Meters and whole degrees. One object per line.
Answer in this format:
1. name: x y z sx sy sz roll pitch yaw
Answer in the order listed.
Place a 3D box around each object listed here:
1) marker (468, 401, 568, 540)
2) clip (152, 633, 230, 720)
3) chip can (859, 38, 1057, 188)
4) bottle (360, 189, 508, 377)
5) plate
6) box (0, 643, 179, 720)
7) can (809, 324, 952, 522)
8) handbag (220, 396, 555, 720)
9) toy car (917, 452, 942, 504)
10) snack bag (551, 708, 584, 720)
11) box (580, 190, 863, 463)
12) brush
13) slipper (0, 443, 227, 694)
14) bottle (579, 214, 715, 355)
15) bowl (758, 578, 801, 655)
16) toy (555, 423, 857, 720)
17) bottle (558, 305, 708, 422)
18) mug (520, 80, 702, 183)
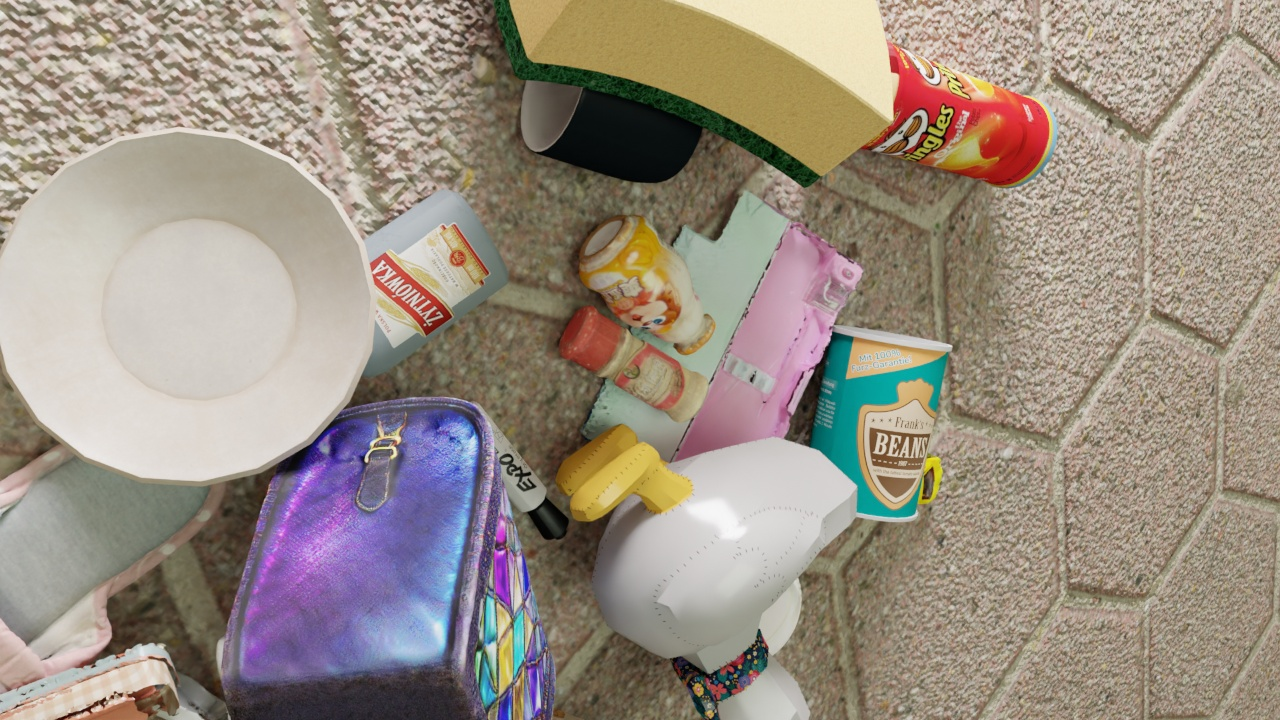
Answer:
1. marker: -0.089 0.081 0.641 0.025 0.025 0.126 -43 120 -17
2. clip: -0.223 0.230 0.541 0.081 0.125 0.147 -27 90 -17
3. chip can: 0.241 -0.198 0.748 0.213 0.087 0.087 4 98 -34
4. bottle: -0.162 -0.032 0.556 0.161 0.046 0.072 -39 118 -19
5. plate: -0.240 -0.028 0.495 0.188 0.027 0.188 0 89 -11
6. box: -0.326 0.198 0.451 0.186 0.053 0.058 -20 94 -24
7. can: 0.194 0.050 0.766 0.099 0.099 0.144 5 98 -33
8. handbag: -0.127 0.146 0.529 0.125 0.221 0.205 -7 124 2
9. toy car: 0.246 0.115 0.857 0.106 0.030 0.049 -9 104 -32
10. snack bag: -0.041 0.321 0.683 0.206 0.094 0.070 35 81 -33
11. box: 0.064 -0.009 0.713 0.159 0.035 0.230 29 85 -25
12. brush: 0.034 -0.233 0.558 0.249 0.075 0.194 12 60 -33
13. slipper: -0.340 0.131 0.477 0.274 0.054 0.114 -43 119 -15
14. bottle: 0.008 -0.050 0.646 0.108 0.063 0.063 44 77 -27
15. bowl: 0.082 0.197 0.752 0.115 0.062 0.115 -8 105 -31
16. toy: 0.054 0.162 0.646 0.246 0.141 0.267 -40 102 -5
17. bottle: -0.004 0.004 0.654 0.109 0.044 0.044 31 83 -20
18. mug: -0.017 -0.180 0.601 0.094 0.085 0.121 10 66 -34
